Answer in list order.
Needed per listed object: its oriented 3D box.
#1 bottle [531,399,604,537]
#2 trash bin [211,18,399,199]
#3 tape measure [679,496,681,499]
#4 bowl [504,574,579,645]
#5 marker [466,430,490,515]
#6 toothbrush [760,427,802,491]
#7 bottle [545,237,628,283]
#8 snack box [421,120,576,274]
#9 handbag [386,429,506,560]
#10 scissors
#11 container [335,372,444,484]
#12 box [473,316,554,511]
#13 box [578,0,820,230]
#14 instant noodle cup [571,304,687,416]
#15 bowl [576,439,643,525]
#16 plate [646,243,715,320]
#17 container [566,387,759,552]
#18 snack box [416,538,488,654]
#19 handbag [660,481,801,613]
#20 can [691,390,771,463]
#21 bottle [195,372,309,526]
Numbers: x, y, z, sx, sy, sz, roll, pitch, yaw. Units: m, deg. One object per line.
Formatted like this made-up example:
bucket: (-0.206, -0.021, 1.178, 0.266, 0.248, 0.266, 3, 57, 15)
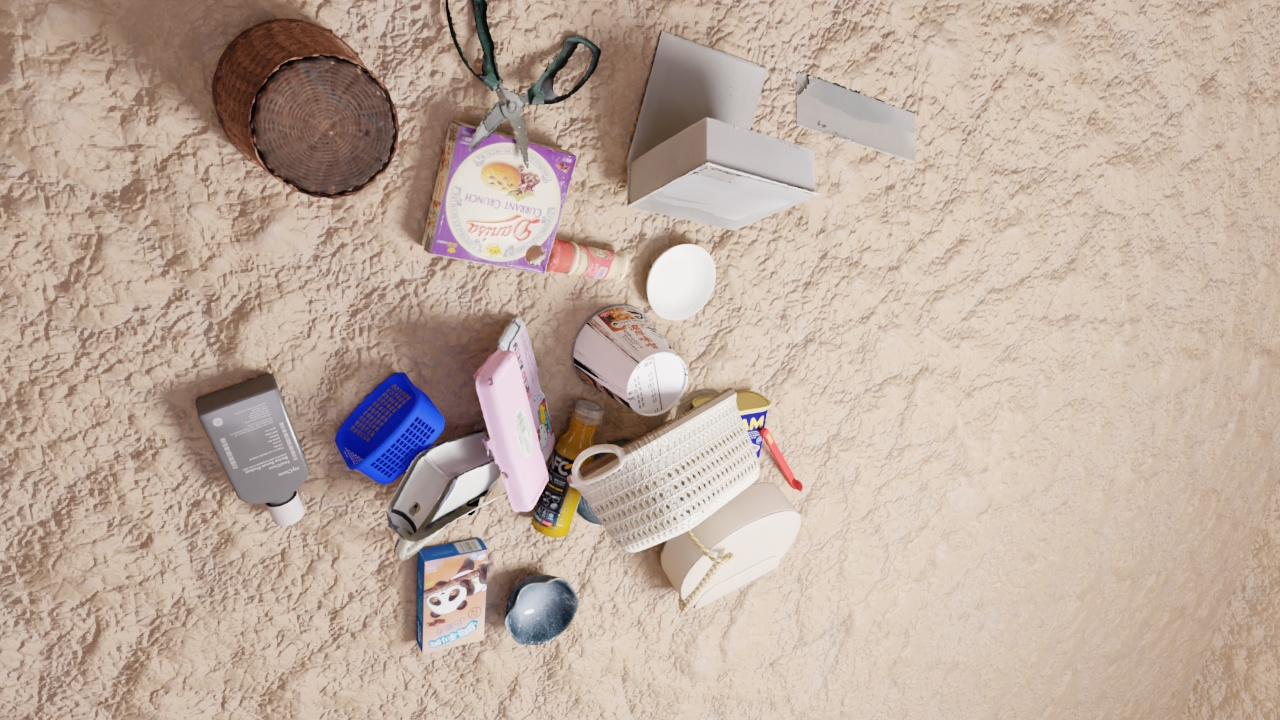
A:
bottle: (-0.095, 0.144, 1.225, 0.053, 0.053, 0.186, 10, 107, -33)
trash bin: (-0.299, -0.224, 0.836, 0.151, 0.210, 0.151, -13, 119, -25)
tape measure: (0.072, 0.221, 1.368, 0.061, 0.034, 0.062, 9, 121, -39)
bowl: (-0.145, 0.341, 1.288, 0.110, 0.055, 0.110, -12, 117, -25)
marker: (-0.203, 0.140, 1.181, 0.016, 0.022, 0.139, 8, 109, -28)
toothbrush: (0.218, 0.154, 1.394, 0.012, 0.018, 0.212, -54, 145, -14)
bottle: (-0.068, -0.121, 1.122, 0.109, 0.044, 0.044, 7, 109, -32)
snack box: (-0.160, -0.182, 1.041, 0.143, 0.040, 0.148, 7, 108, -32)
handbag: (-0.238, 0.180, 1.108, 0.176, 0.074, 0.151, -56, 166, 17)
scissors: (-0.143, -0.320, 0.983, 0.201, 0.015, 0.202, -52, 120, -19)
container: (-0.286, 0.081, 1.061, 0.114, 0.096, 0.058, -46, 131, -3)
box: (-0.143, 0.066, 1.114, 0.152, 0.038, 0.201, -61, 147, -52)
box: (0.065, -0.341, 1.154, 0.167, 0.421, 0.174, 7, 144, -32)
instant noodle cup: (-0.007, 0.007, 1.167, 0.123, 0.122, 0.124, -12, 118, -25)
bowl: (-0.022, 0.184, 1.283, 0.136, 0.057, 0.137, -12, 118, -25)
plate: (0.048, -0.106, 1.206, 0.104, 0.026, 0.104, -13, 118, -25)
container: (0.039, 0.136, 1.176, 0.245, 0.185, 0.143, -24, 84, -49)
snack box: (-0.252, 0.315, 1.228, 0.087, 0.034, 0.151, -6, 115, -28)
handbag: (0.138, 0.279, 1.368, 0.210, 0.103, 0.209, -22, 144, -19)
can: (0.127, 0.102, 1.331, 0.116, 0.056, 0.092, -7, 117, -27)
bottle: (-0.421, 0.109, 1.026, 0.083, 0.046, 0.174, -22, 121, -20)
